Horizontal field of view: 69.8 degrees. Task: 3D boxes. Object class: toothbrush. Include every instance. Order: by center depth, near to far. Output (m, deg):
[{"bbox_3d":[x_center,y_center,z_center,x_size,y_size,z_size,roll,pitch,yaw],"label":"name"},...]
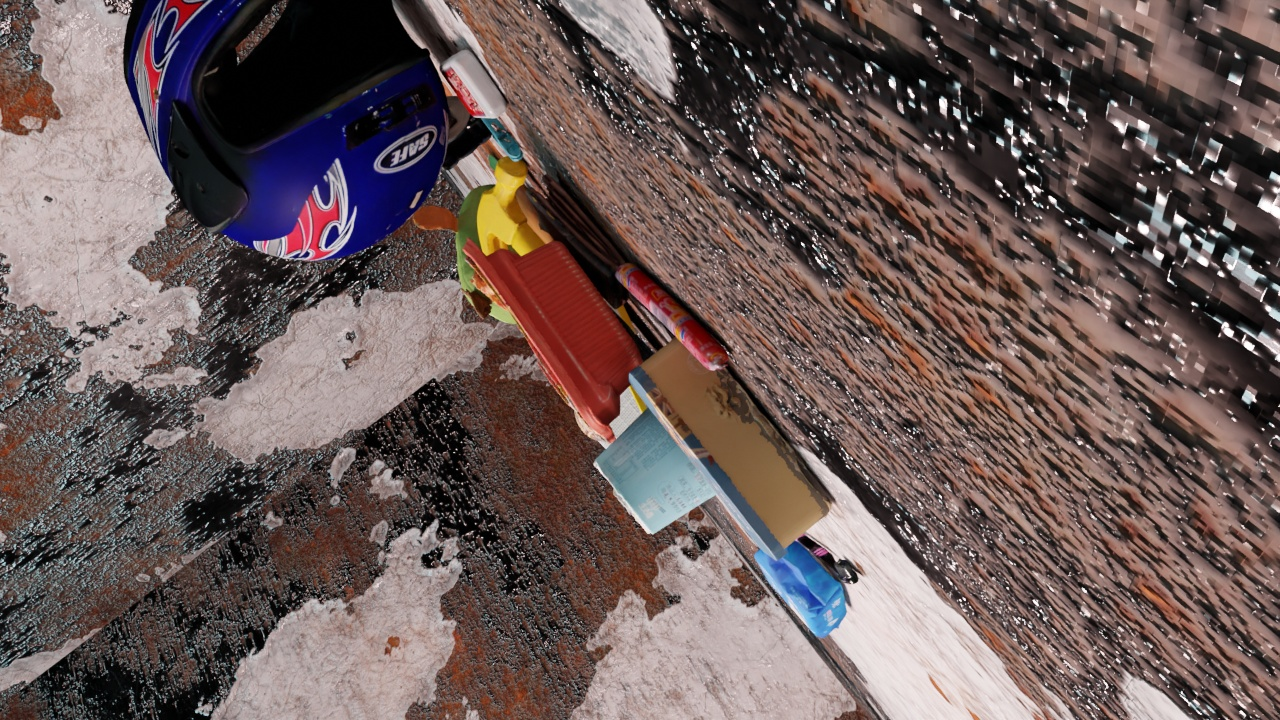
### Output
[{"bbox_3d":[0.164,0.175,0.851,0.018,0.014,0.189,63,175,-5],"label":"toothbrush"}]

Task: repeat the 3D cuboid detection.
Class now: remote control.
[{"bbox_3d":[-0.140,-0.225,0.755,0.056,0.020,0.136,55,175,-22],"label":"remote control"}]

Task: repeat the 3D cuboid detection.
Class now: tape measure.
[{"bbox_3d":[-0.192,-0.233,0.927,0.066,0.065,0.033,48,176,32],"label":"tape measure"}]

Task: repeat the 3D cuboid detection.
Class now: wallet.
[{"bbox_3d":[-0.048,-0.096,0.778,0.101,0.032,0.124,49,176,8],"label":"wallet"},{"bbox_3d":[-0.086,-0.120,0.973,0.132,0.031,0.108,50,174,44],"label":"wallet"}]

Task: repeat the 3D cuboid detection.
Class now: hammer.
[{"bbox_3d":[-0.053,-0.054,0.873,0.300,0.032,0.129,46,140,14],"label":"hammer"}]

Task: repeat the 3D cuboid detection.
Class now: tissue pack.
[{"bbox_3d":[0.173,0.234,0.969,0.095,0.052,0.157,47,174,30],"label":"tissue pack"}]

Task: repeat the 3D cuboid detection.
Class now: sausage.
[{"bbox_3d":[0.019,-0.035,0.643,0.156,0.020,0.020,47,173,47],"label":"sausage"}]

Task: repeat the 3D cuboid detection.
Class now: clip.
[{"bbox_3d":[-0.123,-0.200,0.829,0.054,0.013,0.034,50,176,28],"label":"clip"}]

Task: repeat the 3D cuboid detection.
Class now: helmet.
[{"bbox_3d":[-0.286,-0.222,0.803,0.240,0.246,0.316,46,144,-6],"label":"helmet"}]

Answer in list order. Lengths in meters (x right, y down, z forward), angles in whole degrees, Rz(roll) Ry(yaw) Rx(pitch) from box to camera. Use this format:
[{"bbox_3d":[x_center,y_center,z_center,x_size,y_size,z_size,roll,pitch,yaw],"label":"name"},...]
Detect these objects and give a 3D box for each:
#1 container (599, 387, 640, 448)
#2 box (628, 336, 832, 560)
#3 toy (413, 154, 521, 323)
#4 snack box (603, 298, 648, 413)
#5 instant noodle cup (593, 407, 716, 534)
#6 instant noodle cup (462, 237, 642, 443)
[{"bbox_3d":[0.014,0.082,1.037,0.111,0.090,0.089,48,-159,22],"label":"container"},{"bbox_3d":[0.067,0.064,0.670,0.184,0.061,0.090,54,176,7],"label":"box"},{"bbox_3d":[-0.158,-0.117,1.056,0.226,0.090,0.246,28,-141,-38],"label":"toy"},{"bbox_3d":[-0.006,0.005,0.936,0.087,0.034,0.140,69,178,-75],"label":"snack box"},{"bbox_3d":[0.029,0.078,0.767,0.111,0.120,0.111,52,176,5],"label":"instant noodle cup"},{"bbox_3d":[-0.062,-0.025,0.764,0.189,0.079,0.164,53,177,7],"label":"instant noodle cup"}]
